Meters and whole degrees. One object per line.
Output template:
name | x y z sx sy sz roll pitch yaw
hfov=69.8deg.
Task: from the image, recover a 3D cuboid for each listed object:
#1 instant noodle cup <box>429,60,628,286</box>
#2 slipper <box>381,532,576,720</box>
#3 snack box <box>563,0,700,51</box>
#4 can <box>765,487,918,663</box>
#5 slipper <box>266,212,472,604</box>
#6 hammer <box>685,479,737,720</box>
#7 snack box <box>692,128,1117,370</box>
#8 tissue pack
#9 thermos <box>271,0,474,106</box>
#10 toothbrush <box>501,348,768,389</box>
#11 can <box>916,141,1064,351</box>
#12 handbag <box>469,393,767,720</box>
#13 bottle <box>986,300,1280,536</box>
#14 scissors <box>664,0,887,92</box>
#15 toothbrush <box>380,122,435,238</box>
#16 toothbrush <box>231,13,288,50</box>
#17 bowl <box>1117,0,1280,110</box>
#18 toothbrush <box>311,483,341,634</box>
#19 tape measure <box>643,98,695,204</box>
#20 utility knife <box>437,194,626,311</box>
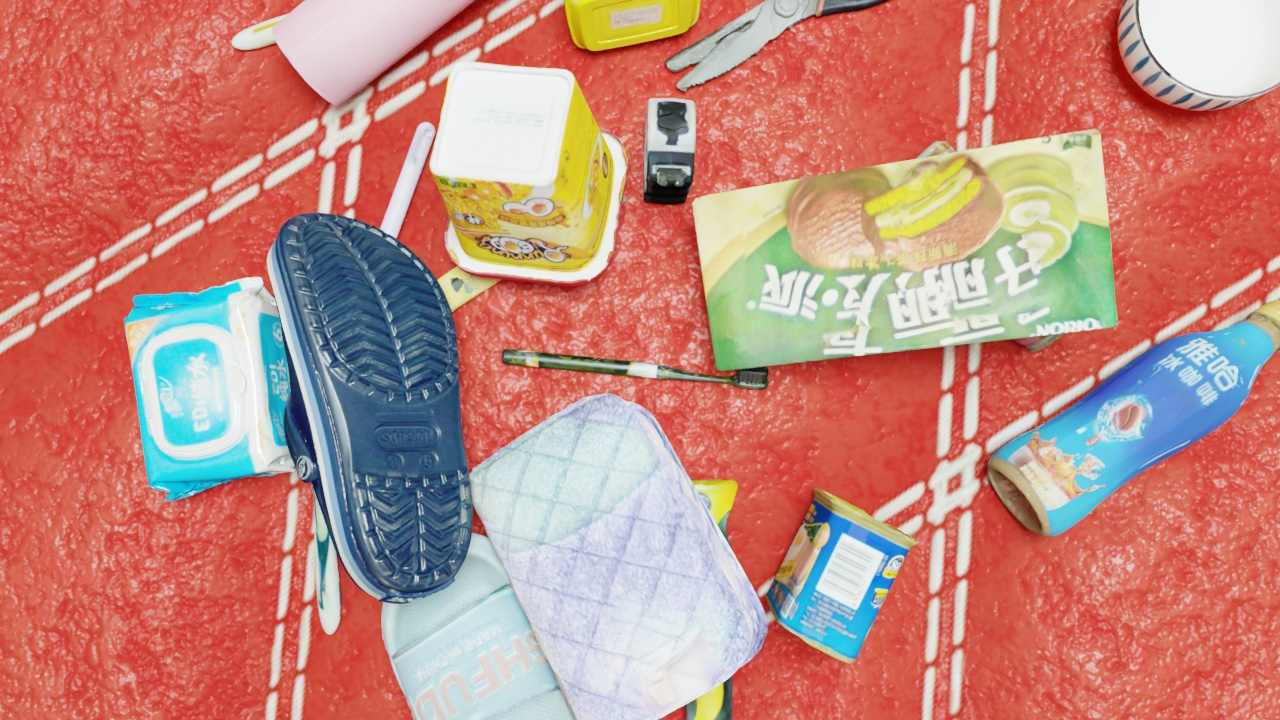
instant noodle cup | -0.073 -0.120 0.579 0.116 0.124 0.116 7 75 7
slipper | -0.092 0.232 0.591 0.104 0.074 0.245 -28 87 0
snack box | -0.010 -0.267 0.623 0.091 0.082 0.080 -11 76 0
can | 0.123 0.133 0.580 0.057 0.102 0.083 26 89 3
slipper | -0.174 0.030 0.590 0.095 0.105 0.252 -29 74 42
hammer | 0.044 0.241 0.605 0.126 0.032 0.323 -2 85 -5
snack box | 0.158 -0.065 0.572 0.240 0.063 0.114 -6 97 17
tissue pack | -0.286 0.018 0.614 0.090 0.063 0.140 -10 86 0
thermos | -0.148 -0.253 0.606 0.199 0.087 0.067 -34 105 8
toothbrush | -0.004 0.004 0.633 0.186 0.017 0.012 5 47 2
can | 0.230 -0.077 0.613 0.058 0.058 0.147 -43 86 -2
handbag | -0.016 0.127 0.575 0.134 0.075 0.193 -32 70 10
bottle | 0.335 0.032 0.600 0.218 0.065 0.065 -33 86 -2
scissors | 0.109 -0.270 0.652 0.205 0.015 0.197 6 87 1
toothbrush | -0.181 -0.079 0.643 0.029 0.021 0.189 23 84 -35
toothbrush | -0.201 -0.256 0.654 0.191 0.018 0.016 -19 102 -1
bowl | 0.376 -0.221 0.616 0.116 0.066 0.116 0 85 2
toothbrush | -0.221 0.092 0.631 0.016 0.018 0.191 -6 86 0
tape measure | 0.019 -0.143 0.618 0.033 0.066 0.066 2 88 -3
utility knife | -0.099 -0.068 0.644 0.198 0.021 0.031 -35 80 3
